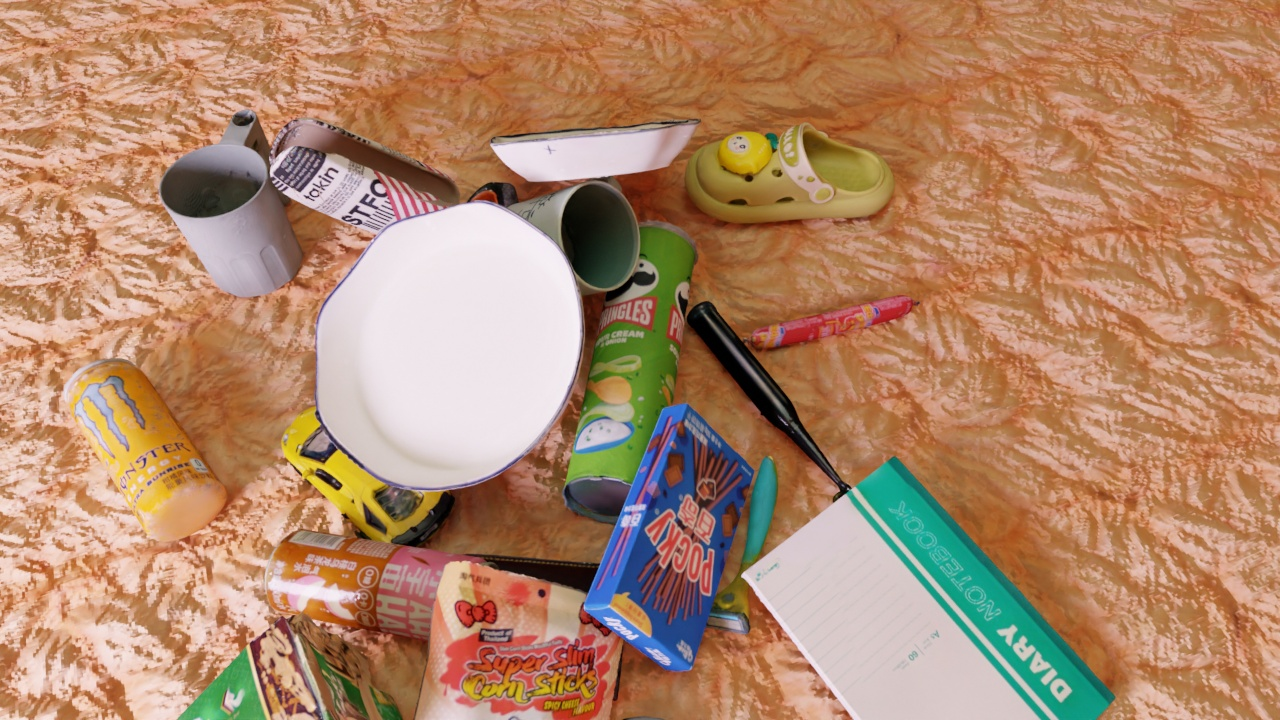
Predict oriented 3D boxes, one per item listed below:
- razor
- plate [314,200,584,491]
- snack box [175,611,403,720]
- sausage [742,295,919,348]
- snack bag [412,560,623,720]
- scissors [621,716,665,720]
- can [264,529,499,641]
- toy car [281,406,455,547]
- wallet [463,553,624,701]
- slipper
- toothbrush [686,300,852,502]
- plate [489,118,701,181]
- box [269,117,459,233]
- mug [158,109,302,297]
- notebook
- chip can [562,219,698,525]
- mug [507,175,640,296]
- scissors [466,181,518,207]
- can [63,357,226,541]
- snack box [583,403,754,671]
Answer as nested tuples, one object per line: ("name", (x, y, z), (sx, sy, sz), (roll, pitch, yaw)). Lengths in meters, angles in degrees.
("razor", (0.076, 0.128, 0.648), (0.043, 0.028, 0.132), (-4, 52, 38))
("plate", (-0.131, -0.009, 0.647), (0.205, 0.045, 0.204), (-4, 74, 15))
("snack box", (-0.203, 0.233, 0.534), (0.105, 0.118, 0.117), (-36, 50, -9))
("sausage", (0.158, -0.031, 0.758), (0.155, 0.020, 0.020), (-13, 58, -8))
("snack bag", (-0.076, 0.232, 0.535), (0.128, 0.073, 0.207), (19, 65, -22))
("scissors", (0.058, 0.261, 0.571), (0.172, 0.014, 0.159), (32, 62, 18))
("can", (-0.170, 0.150, 0.607), (0.147, 0.058, 0.057), (6, 57, 14))
("toy car", (-0.204, 0.081, 0.674), (0.156, 0.041, 0.071), (37, 64, 23))
("wallet", (-0.071, 0.178, 0.623), (0.122, 0.020, 0.096), (3, 52, 4))
("slipper", (0.136, -0.177, 0.818), (0.190, 0.082, 0.091), (2, 54, -2))
("toothbrush", (0.103, 0.035, 0.710), (0.027, 0.026, 0.212), (-20, 59, -27))
("plate", (-0.042, -0.176, 0.763), (0.162, 0.034, 0.265), (-7, 15, -7))
("box", (-0.229, -0.151, 0.773), (0.163, 0.074, 0.079), (16, 51, -38))
("mug", (-0.334, -0.131, 0.775), (0.084, 0.103, 0.123), (5, 56, 4))
("notebook", (0.188, 0.182, 0.604), (0.150, 0.012, 0.209), (-33, 71, -21))
("chip can", (-0.004, 0.004, 0.705), (0.072, 0.072, 0.235), (7, 58, 5))
("mug", (-0.060, -0.100, 0.723), (0.107, 0.082, 0.111), (-5, 50, 47))
("scissors", (-0.087, -0.081, 0.790), (0.223, 0.022, 0.221), (-27, 60, -17))
("can", (-0.365, 0.064, 0.675), (0.058, 0.058, 0.146), (-37, 64, -21))
("snack box", (0.024, 0.115, 0.613), (0.026, 0.084, 0.156), (-14, 41, 43))
